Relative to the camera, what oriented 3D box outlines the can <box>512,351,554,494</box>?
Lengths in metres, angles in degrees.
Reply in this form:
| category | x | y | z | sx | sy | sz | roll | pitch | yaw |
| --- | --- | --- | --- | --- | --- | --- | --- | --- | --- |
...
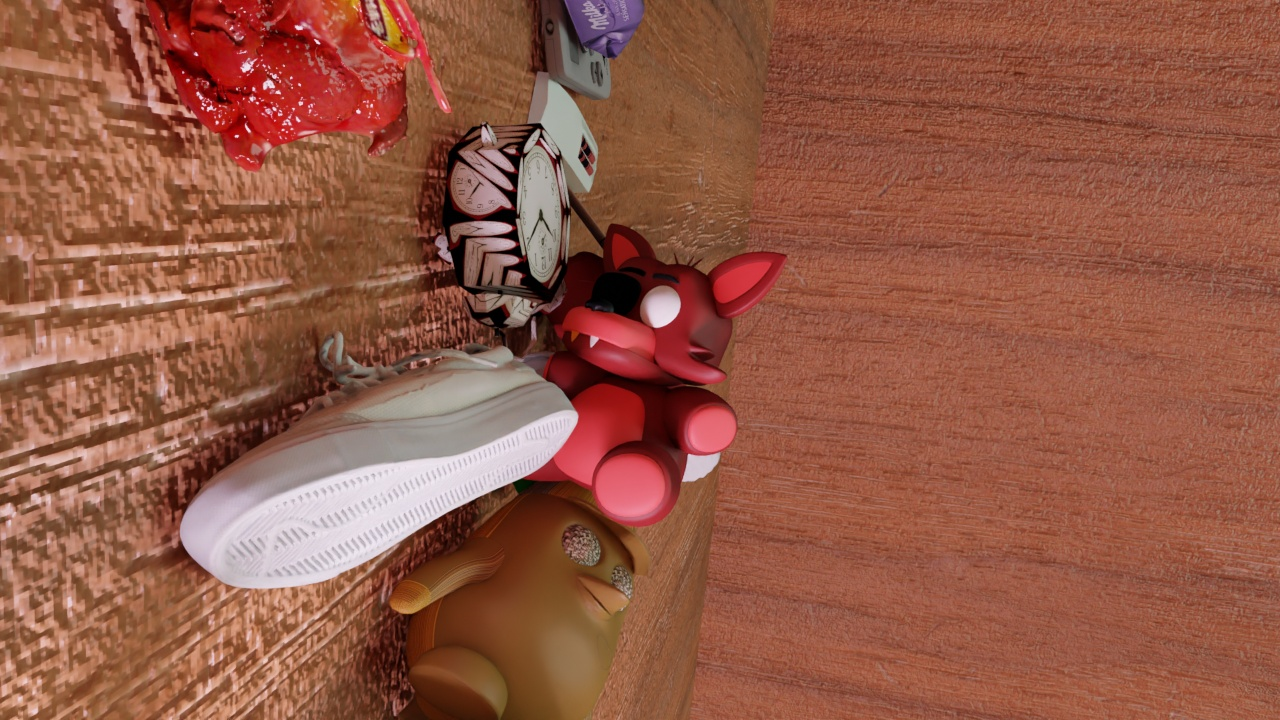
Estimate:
| category | x | y | z | sx | sy | sz | roll | pitch | yaw |
| --- | --- | --- | --- | --- | --- | --- | --- | --- | --- |
| can | -0.073 | 0.061 | 0.743 | 0.140 | 0.088 | 0.087 | 81 | 20 | -56 |

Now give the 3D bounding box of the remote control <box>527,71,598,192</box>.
| category | x | y | z | sx | sy | sz | roll | pitch | yaw |
| --- | --- | --- | --- | --- | --- | --- | --- | --- | --- |
| remote control | -0.061 | -0.189 | 0.785 | 0.143 | 0.024 | 0.049 | 47 | 52 | -75 |

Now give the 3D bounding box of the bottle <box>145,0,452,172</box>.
| category | x | y | z | sx | sy | sz | roll | pitch | yaw |
| --- | --- | --- | --- | --- | --- | --- | --- | --- | --- |
| bottle | -0.125 | -0.126 | 0.332 | 0.098 | 0.099 | 0.111 | -62 | 152 | -60 |

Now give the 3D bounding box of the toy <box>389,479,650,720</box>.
| category | x | y | z | sx | sy | sz | roll | pitch | yaw |
| --- | --- | --- | --- | --- | --- | --- | --- | --- | --- |
| toy | -0.066 | 0.167 | 0.642 | 0.199 | 0.163 | 0.202 | 56 | 43 | -26 |

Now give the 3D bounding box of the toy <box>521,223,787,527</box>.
| category | x | y | z | sx | sy | sz | roll | pitch | yaw |
| --- | --- | --- | --- | --- | --- | --- | --- | --- | --- |
| toy | -0.004 | 0.004 | 0.615 | 0.120 | 0.158 | 0.197 | 30 | 79 | -49 |

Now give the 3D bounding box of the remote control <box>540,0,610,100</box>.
| category | x | y | z | sx | sy | sz | roll | pitch | yaw |
| --- | --- | --- | --- | --- | --- | --- | --- | --- | --- |
| remote control | -0.050 | -0.264 | 0.767 | 0.151 | 0.019 | 0.074 | -33 | 118 | -75 |

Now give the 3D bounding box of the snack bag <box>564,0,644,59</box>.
| category | x | y | z | sx | sy | sz | roll | pitch | yaw |
| --- | --- | --- | --- | --- | --- | --- | --- | --- | --- |
| snack bag | -0.035 | -0.310 | 0.652 | 0.205 | 0.058 | 0.096 | 56 | 27 | -75 |

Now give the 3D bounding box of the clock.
| category | x | y | z | sx | sy | sz | roll | pitch | yaw |
| --- | --- | --- | --- | --- | --- | --- | --- | --- | --- |
| clock | -0.091 | -0.075 | 0.601 | 0.114 | 0.065 | 0.155 | -43 | 132 | -73 |

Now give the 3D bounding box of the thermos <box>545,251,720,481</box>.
| category | x | y | z | sx | sy | sz | roll | pitch | yaw |
| --- | --- | --- | --- | --- | --- | --- | --- | --- | --- |
| thermos | -0.008 | 0.004 | 0.741 | 0.239 | 0.073 | 0.073 | 55 | -21 | 40 |

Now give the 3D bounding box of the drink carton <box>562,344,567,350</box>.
| category | x | y | z | sx | sy | sz | roll | pitch | yaw |
| --- | --- | --- | --- | --- | --- | --- | --- | --- | --- |
| drink carton | -0.043 | -0.017 | 0.863 | 0.043 | 0.059 | 0.134 | 20 | 66 | -33 |

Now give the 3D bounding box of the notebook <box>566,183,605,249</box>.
| category | x | y | z | sx | sy | sz | roll | pitch | yaw |
| --- | --- | --- | --- | --- | --- | --- | --- | --- | --- |
| notebook | -0.015 | -0.077 | 0.762 | 0.008 | 0.209 | 0.141 | -37 | 167 | 2 |

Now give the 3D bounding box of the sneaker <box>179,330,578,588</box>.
| category | x | y | z | sx | sy | sz | roll | pitch | yaw |
| --- | --- | --- | --- | --- | --- | --- | --- | --- | --- |
| sneaker | -0.135 | 0.038 | 0.474 | 0.090 | 0.091 | 0.241 | -55 | 161 | 27 |
